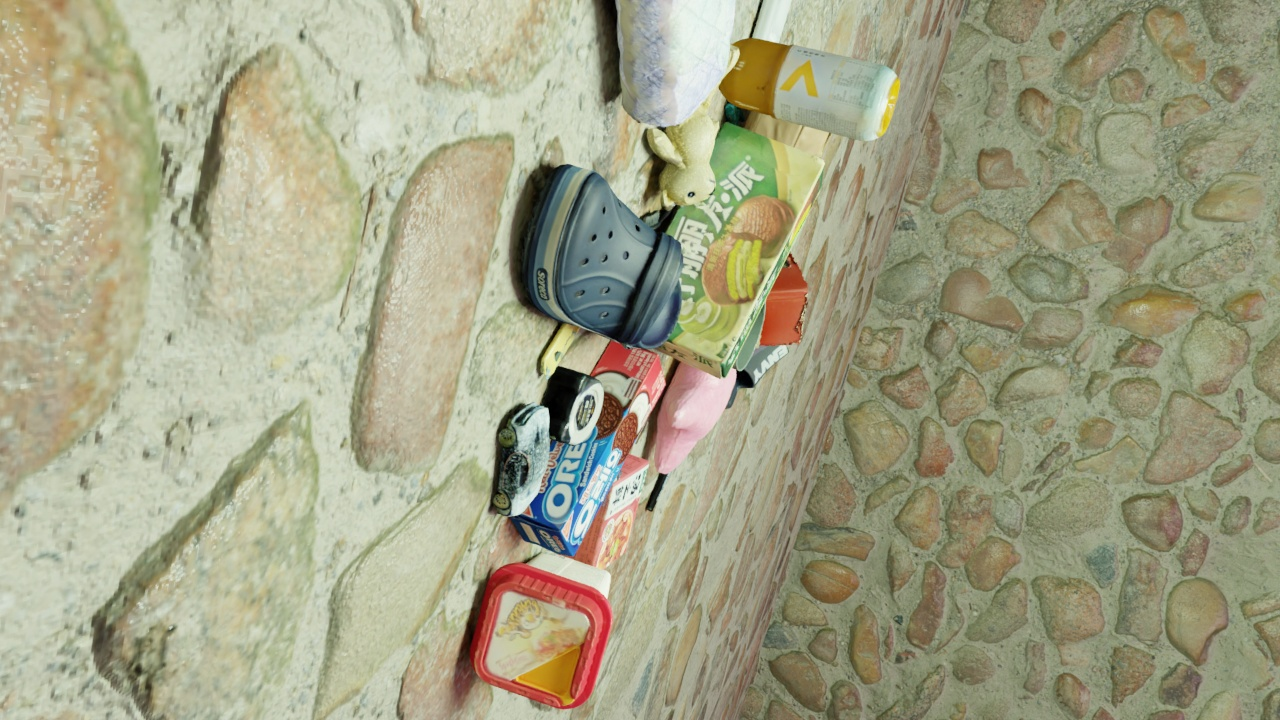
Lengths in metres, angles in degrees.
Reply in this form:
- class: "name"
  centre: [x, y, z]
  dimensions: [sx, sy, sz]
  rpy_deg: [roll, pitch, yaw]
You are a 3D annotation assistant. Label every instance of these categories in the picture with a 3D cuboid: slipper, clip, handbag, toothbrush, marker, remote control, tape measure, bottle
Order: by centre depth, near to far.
- class: "handbag"
  centre: [0.028, -0.291, 0.685]
  dimensions: [0.133, 0.076, 0.194]
  rpy_deg: [-58, 157, -33]
- class: "slipper"
  centre: [-0.011, -0.064, 0.749]
  dimensions: [0.105, 0.095, 0.253]
  rpy_deg: [-70, 157, -10]
- class: "tape measure"
  centre: [-0.062, 0.042, 0.819]
  dimensions: [0.065, 0.033, 0.066]
  rpy_deg: [-68, 159, -2]
- class: "bottle"
  centre: [0.141, -0.257, 0.853]
  dimensions: [0.067, 0.190, 0.068]
  rpy_deg: [-55, 156, -39]
- class: "toothbrush"
  centre: [0.042, -0.170, 0.939]
  dimensions: [0.188, 0.014, 0.017]
  rpy_deg: [-48, 138, -50]
- class: "clip"
  centre: [0.104, -0.270, 1.014]
  dimensions: [0.038, 0.013, 0.055]
  rpy_deg: [-68, 161, -12]
- class: "remote control"
  centre: [0.141, -0.366, 1.015]
  dimensions: [0.055, 0.020, 0.136]
  rpy_deg: [2, 106, -72]
- class: "handbag"
  centre: [0.159, -0.233, 1.041]
  dimensions: [0.205, 0.100, 0.147]
  rpy_deg: [-67, 172, 27]
- class: "marker"
  centre: [0.037, 0.144, 1.224]
  dimensions: [0.123, 0.015, 0.018]
  rpy_deg: [-65, 156, -13]
- class: "slipper"
  centre: [0.181, -0.052, 1.338]
  dimensions: [0.267, 0.083, 0.110]
  rpy_deg: [-69, 159, -12]

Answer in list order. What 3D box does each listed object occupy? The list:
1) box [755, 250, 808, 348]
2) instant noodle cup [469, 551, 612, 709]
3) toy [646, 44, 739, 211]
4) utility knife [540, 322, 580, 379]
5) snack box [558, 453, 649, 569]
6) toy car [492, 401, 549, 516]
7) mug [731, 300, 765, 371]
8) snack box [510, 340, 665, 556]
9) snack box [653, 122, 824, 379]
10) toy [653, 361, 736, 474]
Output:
- class: "box"
  centre: [0.157, -0.095, 1.110]
  dimensions: [0.168, 0.079, 0.091]
  rpy_deg: [-100, -171, -49]
- class: "instant noodle cup"
  centre: [-0.082, 0.239, 0.849]
  dimensions: [0.124, 0.117, 0.116]
  rpy_deg: [-34, 140, -78]
- class: "toy"
  centre: [0.053, -0.214, 0.842]
  dimensions: [0.104, 0.066, 0.158]
  rpy_deg: [-38, 149, -49]
- class: "utility knife"
  centre: [-0.050, -0.047, 0.804]
  dimensions: [0.151, 0.018, 0.031]
  rpy_deg: [-56, 151, -26]
- class: "snack box"
  centre: [-0.035, 0.161, 0.991]
  dimensions: [0.127, 0.044, 0.113]
  rpy_deg: [-22, 128, -66]
- class: "toy car"
  centre: [-0.097, 0.086, 0.767]
  dimensions: [0.048, 0.031, 0.106]
  rpy_deg: [-39, 144, -57]
- class: "mug"
  centre: [0.067, -0.037, 0.996]
  dimensions: [0.123, 0.103, 0.084]
  rpy_deg: [-37, 141, -58]
- class: "snack box"
  centre: [-0.045, 0.080, 0.867]
  dimensions: [0.207, 0.057, 0.058]
  rpy_deg: [-60, 156, -27]
- class: "snack box"
  centre: [0.085, -0.111, 0.923]
  dimensions: [0.239, 0.114, 0.063]
  rpy_deg: [-62, 166, -10]
- class: "toy"
  centre: [0.066, 0.052, 1.132]
  dimensions: [0.194, 0.074, 0.179]
  rpy_deg: [-61, 169, -19]
